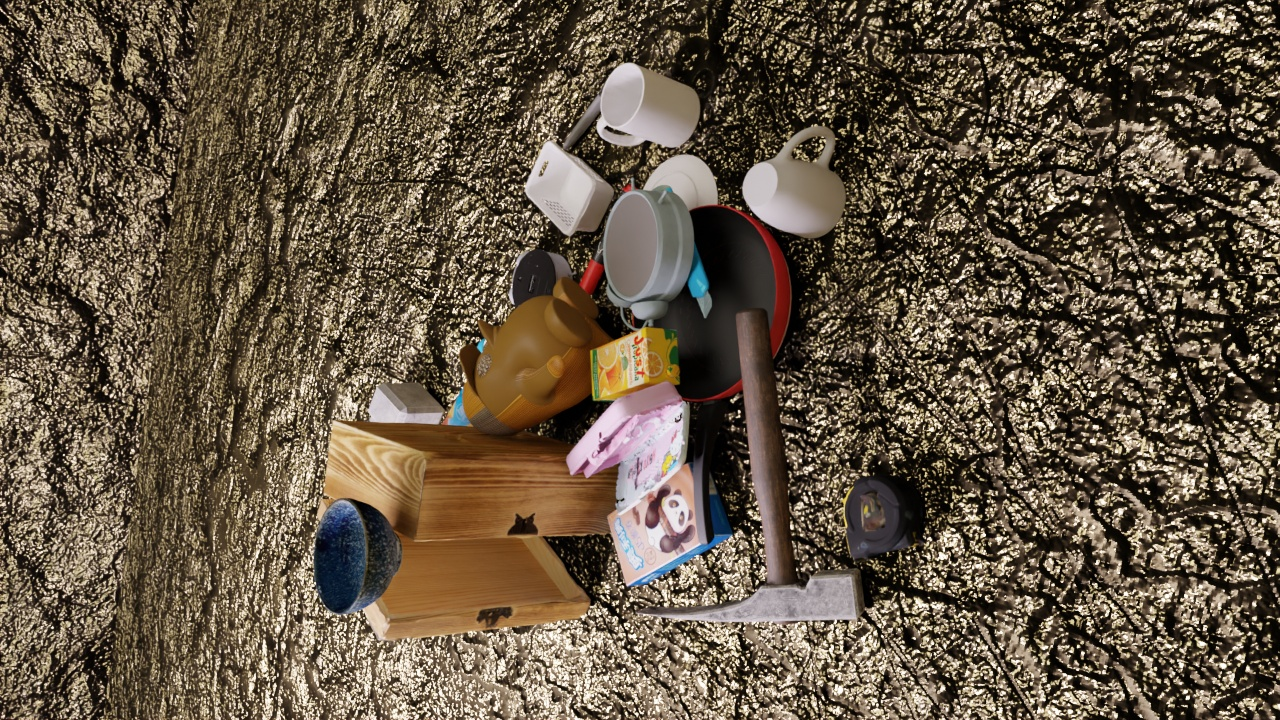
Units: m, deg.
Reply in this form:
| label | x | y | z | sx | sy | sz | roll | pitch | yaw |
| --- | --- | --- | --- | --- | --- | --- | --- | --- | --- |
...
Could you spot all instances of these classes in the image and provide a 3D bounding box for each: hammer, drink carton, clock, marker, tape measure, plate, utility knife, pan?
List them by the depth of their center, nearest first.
| label | x | y | z | sx | sy | sz | roll | pitch | yaw |
| --- | --- | --- | --- | --- | --- | --- | --- | --- | --- |
| tape measure | 0.217 | 0.139 | 0.825 | 0.072 | 0.042 | 0.072 | -30 | 61 | 45 |
| hammer | 0.088 | 0.104 | 0.891 | 0.218 | 0.037 | 0.300 | -8 | 84 | 23 |
| pan | 0.076 | 0.012 | 0.972 | 0.209 | 0.067 | 0.356 | -13 | 76 | 46 |
| utility knife | 0.046 | -0.121 | 0.981 | 0.031 | 0.015 | 0.173 | -40 | 56 | 39 |
| clock | 0.004 | -0.110 | 0.992 | 0.122 | 0.045 | 0.159 | 35 | 119 | 54 |
| drink carton | -0.006 | 0.006 | 0.999 | 0.123 | 0.041 | 0.058 | -20 | 70 | 54 |
| plate | 0.037 | -0.176 | 1.078 | 0.135 | 0.011 | 0.134 | -8 | 80 | 46 |
| marker | -0.039 | -0.151 | 1.149 | 0.145 | 0.021 | 0.023 | -64 | 24 | 20 |
| marker | -0.064 | -0.326 | 1.197 | 0.139 | 0.022 | 0.016 | -46 | 64 | 32 |
| clock | -0.138 | -0.103 | 1.241 | 0.123 | 0.035 | 0.094 | 24 | 103 | 47 |
| hammer | -0.306 | 0.182 | 1.367 | 0.318 | 0.082 | 0.163 | 38 | 113 | 35 |

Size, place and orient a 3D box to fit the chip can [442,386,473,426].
| label | x | y | z | sx | sy | sz | roll | pitch | yaw |
| --- | --- | --- | --- | --- | --- | --- | --- | --- | --- |
| chip can | -0.266 | 0.151 | 1.274 | 0.080 | 0.079 | 0.229 | 22 | 81 | 46 |

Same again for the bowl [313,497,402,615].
| label | x | y | z | sx | sy | sz | roll | pitch | yaw |
| --- | --- | --- | --- | --- | --- | --- | --- | --- | --- |
| bowl | -0.280 | 0.197 | 0.933 | 0.115 | 0.060 | 0.114 | -9 | 78 | 44 |

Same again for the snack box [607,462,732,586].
| label | x | y | z | sx | sy | sz | roll | pitch | yaw |
| --- | --- | --- | --- | --- | --- | --- | --- | --- | --- |
| snack box | 0.029 | 0.184 | 1.025 | 0.152 | 0.034 | 0.087 | -39 | 58 | 38 |

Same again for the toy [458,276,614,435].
| label | x | y | z | sx | sy | sz | roll | pitch | yaw |
| --- | --- | --- | --- | --- | --- | --- | --- | --- | --- |
| toy | -0.139 | 0.005 | 1.122 | 0.204 | 0.162 | 0.198 | -40 | 17 | 21 |

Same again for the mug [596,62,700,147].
| label | x | y | z | sx | sy | sz | roll | pitch | yaw |
| --- | --- | --- | --- | --- | --- | --- | --- | --- | --- |
| mug | 0.000 | -0.287 | 1.073 | 0.111 | 0.090 | 0.073 | -29 | 65 | 42 |

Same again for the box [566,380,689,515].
| label | x | y | z | sx | sy | sz | roll | pitch | yaw |
| --- | --- | --- | --- | --- | --- | --- | --- | --- | --- |
| box | -0.004 | 0.104 | 0.976 | 0.095 | 0.087 | 0.203 | 63 | 151 | 13 |

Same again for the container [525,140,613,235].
| label | x | y | z | sx | sy | sz | roll | pitch | yaw |
| --- | --- | --- | --- | --- | --- | --- | --- | --- | --- |
| container | -0.089 | -0.221 | 1.191 | 0.129 | 0.049 | 0.081 | 48 | 119 | 39 |

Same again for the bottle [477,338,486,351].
| label | x | y | z | sx | sy | sz | roll | pitch | yaw |
| --- | --- | --- | --- | --- | --- | --- | --- | --- | --- |
| bottle | -0.185 | -0.019 | 1.269 | 0.146 | 0.051 | 0.051 | -12 | 76 | 46 |

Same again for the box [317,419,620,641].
| label | x | y | z | sx | sy | sz | roll | pitch | yaw |
| --- | --- | --- | --- | --- | --- | --- | --- | --- | --- |
| box | -0.219 | 0.191 | 1.115 | 0.258 | 0.278 | 0.215 | 12 | 95 | 48 |

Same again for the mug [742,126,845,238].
| label | x | y | z | sx | sy | sz | roll | pitch | yaw |
| --- | --- | --- | --- | --- | --- | --- | --- | --- | --- |
| mug | 0.152 | -0.179 | 0.896 | 0.071 | 0.089 | 0.107 | 36 | 111 | 43 |
